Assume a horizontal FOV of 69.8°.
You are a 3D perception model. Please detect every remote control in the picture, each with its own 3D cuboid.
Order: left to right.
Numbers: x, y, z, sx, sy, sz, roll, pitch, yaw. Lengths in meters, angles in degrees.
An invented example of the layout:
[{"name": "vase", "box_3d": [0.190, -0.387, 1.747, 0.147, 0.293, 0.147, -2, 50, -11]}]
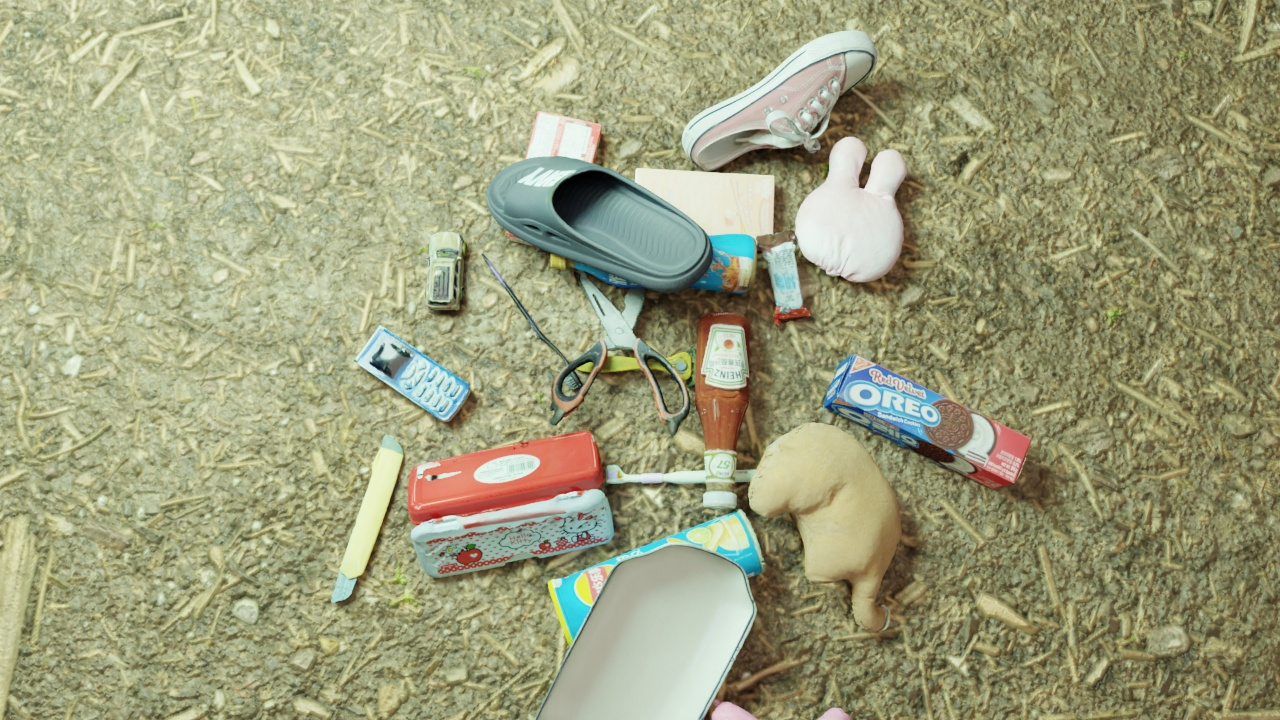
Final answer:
[{"name": "remote control", "box_3d": [-0.244, 0.015, 0.985, 0.125, 0.024, 0.049, 34, 80, 4]}]

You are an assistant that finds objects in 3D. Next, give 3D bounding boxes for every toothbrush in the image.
[{"name": "toothbrush", "box_3d": [-0.122, -0.043, 1.007, 0.017, 0.014, 0.189, -38, 82, 4]}, {"name": "toothbrush", "box_3d": [0.058, 0.122, 0.976, 0.189, 0.029, 0.020, 1, 121, -3]}]

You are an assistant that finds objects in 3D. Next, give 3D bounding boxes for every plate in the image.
[{"name": "plate", "box_3d": [0.003, 0.290, 0.889, 0.162, 0.034, 0.266, 22, 100, -18]}]

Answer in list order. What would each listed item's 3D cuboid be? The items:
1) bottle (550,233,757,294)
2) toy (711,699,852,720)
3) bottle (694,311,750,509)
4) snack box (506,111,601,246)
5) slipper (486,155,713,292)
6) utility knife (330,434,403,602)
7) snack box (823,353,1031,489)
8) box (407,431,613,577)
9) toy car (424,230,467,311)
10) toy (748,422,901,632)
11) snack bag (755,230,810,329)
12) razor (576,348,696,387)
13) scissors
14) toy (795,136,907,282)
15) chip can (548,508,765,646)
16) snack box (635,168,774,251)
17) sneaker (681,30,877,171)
[{"name": "bottle", "box_3d": [0.013, -0.109, 0.988, 0.219, 0.065, 0.065, 4, 78, 0]}, {"name": "toy", "box_3d": [0.129, 0.407, 0.895, 0.194, 0.075, 0.178, -29, 79, -10]}, {"name": "bottle", "box_3d": [0.085, 0.052, 0.964, 0.060, 0.060, 0.205, 3, 75, -1]}, {"name": "snack box", "box_3d": [-0.096, -0.201, 1.032, 0.075, 0.025, 0.152, 12, 79, 1]}, {"name": "slipper", "box_3d": [-0.047, -0.160, 0.938, 0.268, 0.083, 0.110, 27, 67, 24]}, {"name": "utility knife", "box_3d": [-0.285, 0.165, 0.957, 0.031, 0.019, 0.178, 15, 73, 6]}, {"name": "snack box", "box_3d": [0.301, 0.065, 0.975, 0.207, 0.058, 0.057, 26, 76, 4]}, {"name": "box", "box_3d": [-0.134, 0.150, 0.955, 0.201, 0.100, 0.094, -11, 38, -3]}, {"name": "toy car", "box_3d": [-0.214, -0.100, 1.005, 0.042, 0.035, 0.090, 2, 76, -3]}, {"name": "toy", "box_3d": [0.211, 0.169, 0.943, 0.143, 0.083, 0.226, -37, 91, -15]}, {"name": "snack bag", "box_3d": [0.158, -0.089, 1.006, 0.045, 0.026, 0.105, -12, 95, -1]}, {"name": "razor", "box_3d": [-0.006, 0.006, 0.995, 0.132, 0.028, 0.043, 2, 82, 1]}, {"name": "scissors", "box_3d": [-0.019, -0.011, 0.978, 0.189, 0.015, 0.224, 24, 66, 13]}, {"name": "toy", "box_3d": [0.240, -0.166, 1.020, 0.121, 0.054, 0.159, 19, 82, 1]}, {"name": "chip can", "box_3d": [0.017, 0.219, 0.929, 0.210, 0.071, 0.071, -21, 80, -6]}, {"name": "snack box", "box_3d": [0.070, -0.169, 1.030, 0.157, 0.026, 0.084, 3, 79, -1]}, {"name": "sneaker", "box_3d": [0.166, -0.272, 1.015, 0.241, 0.118, 0.087, -30, 63, -1]}]
